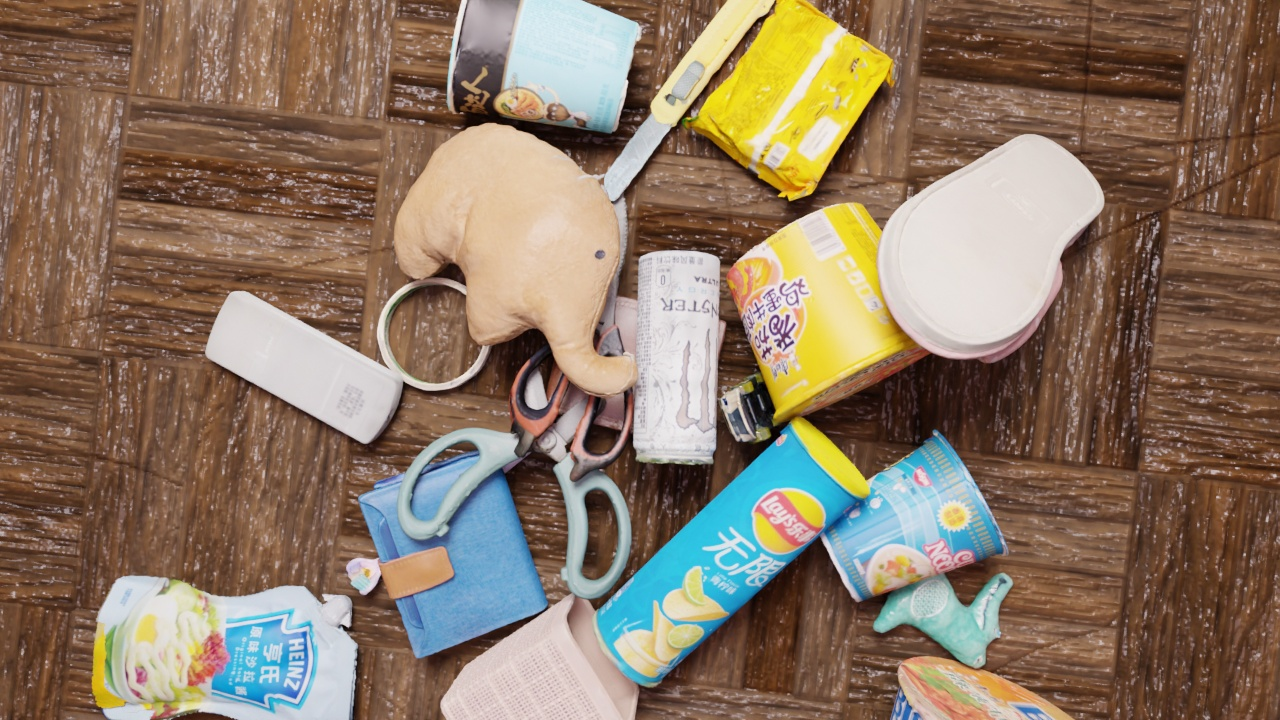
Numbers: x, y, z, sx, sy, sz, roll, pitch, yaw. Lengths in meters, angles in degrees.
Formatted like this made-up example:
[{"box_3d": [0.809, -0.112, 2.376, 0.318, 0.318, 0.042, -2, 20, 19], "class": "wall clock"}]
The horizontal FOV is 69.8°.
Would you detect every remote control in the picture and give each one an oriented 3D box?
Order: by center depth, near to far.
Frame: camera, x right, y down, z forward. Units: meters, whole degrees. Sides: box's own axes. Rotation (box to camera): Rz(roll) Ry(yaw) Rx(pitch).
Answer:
[{"box_3d": [-0.252, 0.005, 0.691, 0.150, 0.021, 0.058, 28, 101, 3], "class": "remote control"}]

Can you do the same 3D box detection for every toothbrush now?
[{"box_3d": [-0.143, 0.108, 0.694, 0.189, 0.021, 0.029, -39, 71, -1], "class": "toothbrush"}]

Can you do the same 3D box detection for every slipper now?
[{"box_3d": [0.231, -0.077, 0.610, 0.114, 0.055, 0.273, 44, 50, 9], "class": "slipper"}]

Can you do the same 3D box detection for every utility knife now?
[{"box_3d": [0.039, -0.211, 0.690, 0.031, 0.022, 0.219, 36, 93, 10], "class": "utility knife"}]

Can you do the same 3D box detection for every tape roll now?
[{"box_3d": [-0.155, -0.020, 0.697, 0.086, 0.014, 0.086, 0, 90, 1], "class": "tape roll"}]

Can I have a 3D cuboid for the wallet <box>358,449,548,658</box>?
[{"box_3d": [-0.136, 0.140, 0.672, 0.106, 0.040, 0.133, -18, 100, -11], "class": "wallet"}]

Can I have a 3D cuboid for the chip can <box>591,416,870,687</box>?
[{"box_3d": [0.060, 0.136, 0.645, 0.071, 0.071, 0.210, 44, 103, 0], "class": "chip can"}]

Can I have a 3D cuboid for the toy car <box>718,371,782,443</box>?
[{"box_3d": [0.076, 0.036, 0.656, 0.035, 0.090, 0.042, -23, 89, 16], "class": "toy car"}]

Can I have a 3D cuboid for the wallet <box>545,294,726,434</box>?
[{"box_3d": [-0.004, 0.004, 0.688, 0.124, 0.032, 0.101, 14, 88, 0], "class": "wallet"}]

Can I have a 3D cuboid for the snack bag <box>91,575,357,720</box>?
[{"box_3d": [-0.308, 0.222, 0.691, 0.191, 0.039, 0.110, 4, 79, 0], "class": "snack bag"}]

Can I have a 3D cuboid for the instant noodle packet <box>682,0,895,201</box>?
[{"box_3d": [0.110, -0.192, 0.676, 0.111, 0.044, 0.128, 36, 87, 7], "class": "instant noodle packet"}]

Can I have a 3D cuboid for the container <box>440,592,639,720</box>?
[{"box_3d": [-0.072, 0.240, 0.662, 0.111, 0.090, 0.090, -32, 90, 4], "class": "container"}]

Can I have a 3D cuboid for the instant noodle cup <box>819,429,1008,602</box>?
[{"box_3d": [0.187, 0.118, 0.658, 0.110, 0.099, 0.099, -29, 90, 9], "class": "instant noodle cup"}]

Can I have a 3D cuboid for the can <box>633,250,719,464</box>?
[{"box_3d": [0.026, -0.001, 0.643, 0.058, 0.058, 0.146, 2, 85, 1], "class": "can"}]

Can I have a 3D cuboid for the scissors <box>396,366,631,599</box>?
[{"box_3d": [-0.073, 0.101, 0.650, 0.170, 0.019, 0.180, -36, 87, -12], "class": "scissors"}]

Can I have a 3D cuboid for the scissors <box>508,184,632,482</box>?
[{"box_3d": [-0.047, -0.029, 0.663, 0.192, 0.015, 0.206, -29, 80, -13], "class": "scissors"}]

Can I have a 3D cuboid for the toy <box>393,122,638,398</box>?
[{"box_3d": [-0.075, -0.074, 0.632, 0.226, 0.082, 0.143, 41, 104, 24], "class": "toy"}]

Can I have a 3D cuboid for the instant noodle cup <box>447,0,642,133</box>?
[{"box_3d": [-0.065, -0.215, 0.654, 0.120, 0.111, 0.111, 14, 90, -5], "class": "instant noodle cup"}]

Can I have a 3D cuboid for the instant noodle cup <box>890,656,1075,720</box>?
[{"box_3d": [0.231, 0.293, 0.632, 0.151, 0.151, 0.111, 18, 99, 1], "class": "instant noodle cup"}]

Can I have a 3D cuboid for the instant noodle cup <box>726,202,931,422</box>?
[{"box_3d": [0.130, -0.035, 0.635, 0.138, 0.138, 0.109, -26, 77, 1], "class": "instant noodle cup"}]

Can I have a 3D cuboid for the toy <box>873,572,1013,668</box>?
[{"box_3d": [0.233, 0.187, 0.686, 0.092, 0.030, 0.096, 40, 84, -4], "class": "toy"}]
